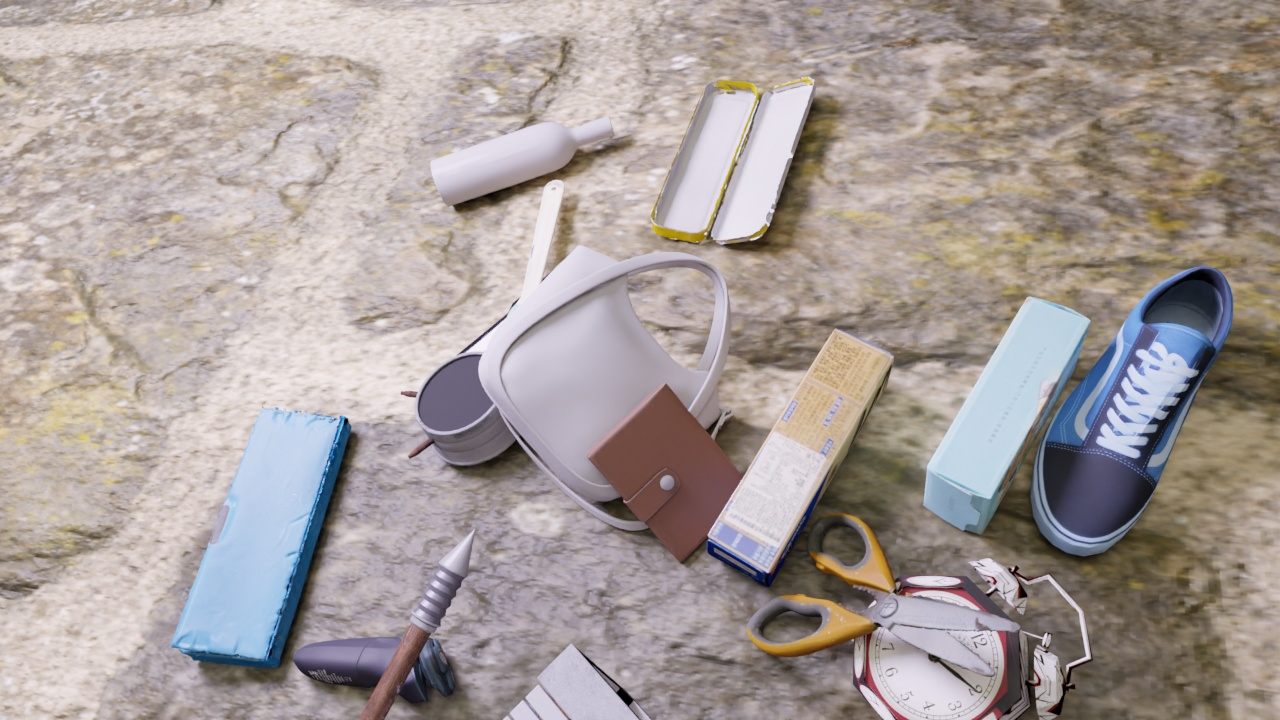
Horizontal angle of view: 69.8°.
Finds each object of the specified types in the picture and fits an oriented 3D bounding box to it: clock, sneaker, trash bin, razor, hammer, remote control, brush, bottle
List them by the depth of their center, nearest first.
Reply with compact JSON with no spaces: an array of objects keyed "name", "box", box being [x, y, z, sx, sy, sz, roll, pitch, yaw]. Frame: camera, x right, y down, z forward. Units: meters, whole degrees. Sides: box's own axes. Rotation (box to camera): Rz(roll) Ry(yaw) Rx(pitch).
[{"name":"trash bin","box":[-0.069,0.336,0.577,0.246,0.142,0.142,-43,58,-12]},{"name":"clock","box":[0.224,0.199,0.623,0.155,0.065,0.114,-27,54,17]},{"name":"sneaker","box":[0.361,0.025,0.673,0.083,0.098,0.240,28,70,28]},{"name":"hammer","box":[-0.203,0.273,0.677,0.156,0.043,0.322,23,80,26]},{"name":"razor","box":[-0.216,0.245,0.736,0.143,0.047,0.052,-4,34,16]},{"name":"clock","box":[-0.140,0.036,0.831,0.148,0.056,0.103,-25,47,5]},{"name":"remote control","box":[-0.122,-0.040,0.896,0.136,0.015,0.032,-41,58,-10]},{"name":"brush","box":[-0.102,-0.097,0.909,0.033,0.012,0.217,-1,58,16]},{"name":"bottle","box":[-0.124,-0.221,0.984,0.195,0.052,0.052,-18,57,5]}]

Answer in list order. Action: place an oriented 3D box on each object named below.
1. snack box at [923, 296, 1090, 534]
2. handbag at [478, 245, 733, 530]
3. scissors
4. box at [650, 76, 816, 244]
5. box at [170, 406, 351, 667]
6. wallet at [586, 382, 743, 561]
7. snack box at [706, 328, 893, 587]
[{"name":"snack box","box":[0.279,0.041,0.701,0.053,0.075,0.174,28,70,27]},{"name":"handbag","box":[-0.005,0.004,0.780,0.222,0.096,0.216,-42,98,-17]},{"name":"scissors","box":[0.164,0.156,0.625,0.226,0.016,0.161,-18,34,53]},{"name":"box","box":[0.096,-0.206,0.926,0.130,0.039,0.209,6,60,29]},{"name":"box","box":[-0.335,0.151,0.821,0.093,0.048,0.231,1,60,15]},{"name":"wallet","box":[0.025,0.090,0.729,0.087,0.121,0.013,-43,15,-11]},{"name":"snack box","box":[0.128,0.077,0.728,0.056,0.057,0.206,29,72,18]}]
